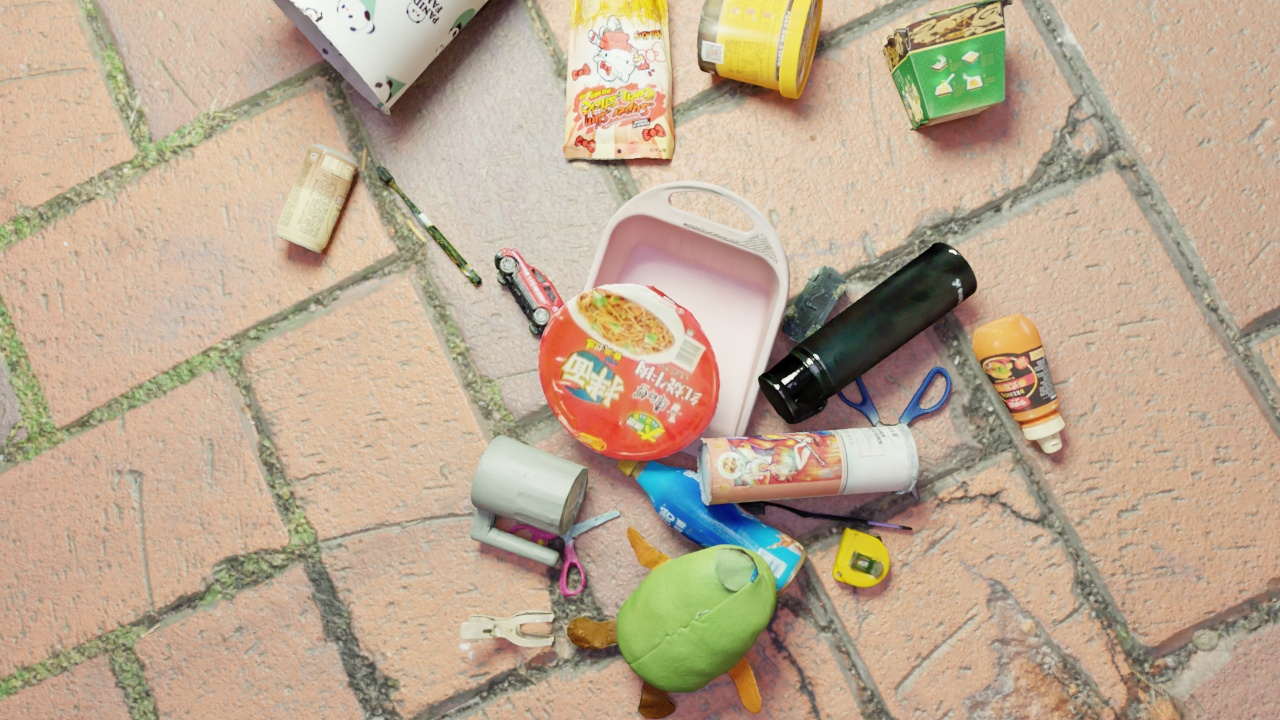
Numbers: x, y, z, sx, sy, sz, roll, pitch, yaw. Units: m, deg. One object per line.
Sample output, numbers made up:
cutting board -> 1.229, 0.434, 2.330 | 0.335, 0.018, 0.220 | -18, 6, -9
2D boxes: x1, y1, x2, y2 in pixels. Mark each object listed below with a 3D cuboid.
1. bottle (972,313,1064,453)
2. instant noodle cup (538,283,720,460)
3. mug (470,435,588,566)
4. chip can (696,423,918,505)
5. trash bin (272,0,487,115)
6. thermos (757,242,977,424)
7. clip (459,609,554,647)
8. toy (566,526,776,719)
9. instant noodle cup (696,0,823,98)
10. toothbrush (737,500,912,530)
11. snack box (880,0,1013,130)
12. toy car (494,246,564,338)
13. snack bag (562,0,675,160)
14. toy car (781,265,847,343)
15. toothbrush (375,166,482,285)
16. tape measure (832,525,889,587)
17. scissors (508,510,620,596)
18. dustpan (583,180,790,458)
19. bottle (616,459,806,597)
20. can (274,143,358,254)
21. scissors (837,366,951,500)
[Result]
bottle -> 0.404, 0.028, 0.962 | 0.067, 0.066, 0.149 | -24, 90, 4
instant noodle cup -> -0.006, 0.006, 0.955 | 0.194, 0.065, 0.194 | 6, 113, 15
mug -> -0.123, 0.154, 0.995 | 0.103, 0.083, 0.124 | 17, 104, 12
chip can -> 0.168, 0.107, 0.942 | 0.214, 0.071, 0.071 | -4, 85, -5
trash bin -> -0.268, -0.439, 0.996 | 0.252, 0.229, 0.229 | -45, 82, -4
thermos -> 0.238, -0.023, 0.966 | 0.242, 0.090, 0.068 | -35, 51, -7
clip -> -0.145, 0.294, 1.008 | 0.100, 0.070, 0.034 | -1, 86, -1
toy -> 0.047, 0.271, 0.948 | 0.247, 0.089, 0.227 | -42, 83, 29
instant noodle cup -> 0.128, -0.353, 0.996 | 0.114, 0.118, 0.118 | 13, 87, 14
toothbrush -> 0.198, 0.171, 0.993 | 0.189, 0.014, 0.017 | 8, 93, 6
snack box -> 0.330, -0.310, 0.977 | 0.117, 0.118, 0.105 | -13, 96, 5
toy car -> -0.121, -0.075, 1.029 | 0.045, 0.053, 0.120 | -35, 89, -19
snack bag -> -0.025, -0.332, 1.041 | 0.128, 0.073, 0.208 | 1, 93, 6
toy car -> 0.189, -0.060, 1.002 | 0.043, 0.034, 0.090 | 30, 87, 10
toothbrush -> -0.247, -0.158, 1.066 | 0.012, 0.017, 0.186 | -41, 83, -2
tape measure -> 0.236, 0.213, 0.977 | 0.057, 0.029, 0.060 | 17, 88, 7
scissors -> -0.083, 0.200, 1.021 | 0.133, 0.017, 0.133 | -21, 80, 1
dustpan -> 0.033, -0.041, 0.966 | 0.222, 0.139, 0.273 | 18, 87, 7
bottle -> 0.071, 0.166, 0.982 | 0.219, 0.065, 0.065 | 34, 89, 8
can -> -0.375, -0.187, 1.062 | 0.058, 0.058, 0.116 | 22, 88, 7
scissors -> 0.268, 0.067, 0.995 | 0.162, 0.012, 0.176 | 44, 92, 7
